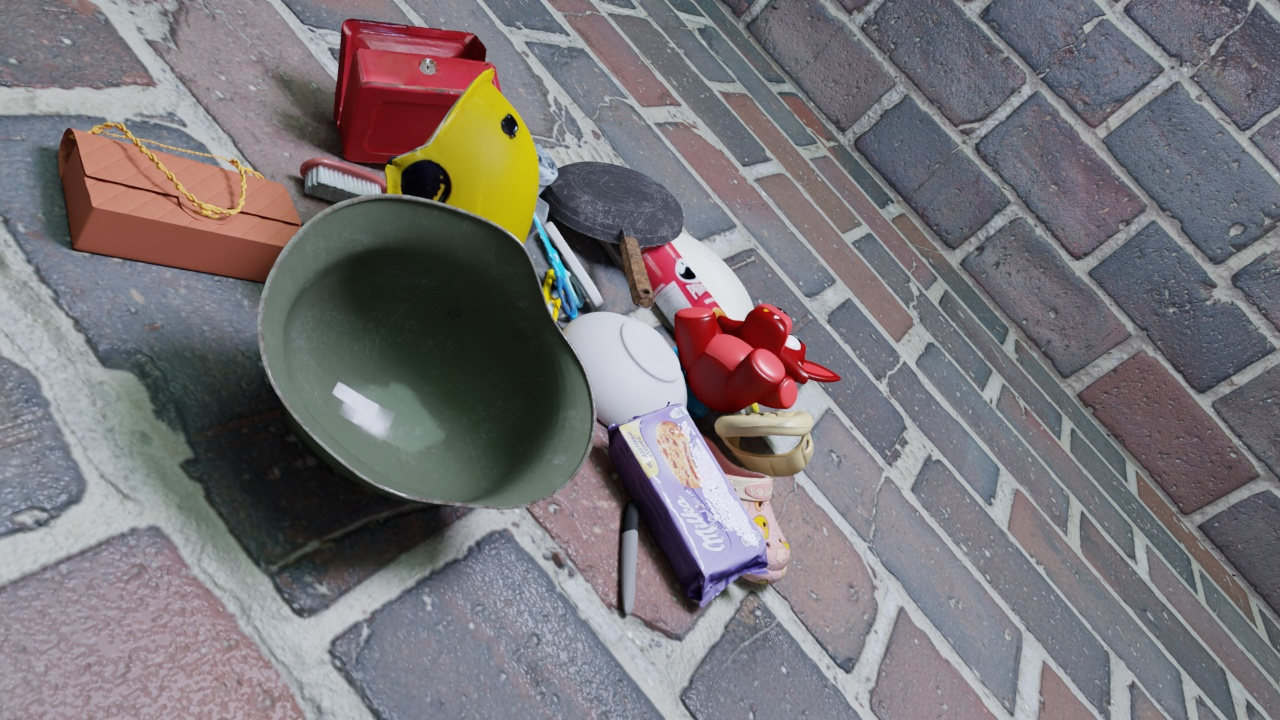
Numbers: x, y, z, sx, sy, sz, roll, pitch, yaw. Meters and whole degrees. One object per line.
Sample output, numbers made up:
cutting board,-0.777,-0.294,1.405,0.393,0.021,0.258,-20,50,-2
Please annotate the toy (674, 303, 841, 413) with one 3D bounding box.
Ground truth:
toy,0.139,-0.008,1.114,0.158,0.121,0.196,35,30,31

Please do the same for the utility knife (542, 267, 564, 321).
utility knife,-0.104,-0.063,1.067,0.030,0.017,0.155,32,35,-18

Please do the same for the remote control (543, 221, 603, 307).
remote control,-0.084,-0.120,1.137,0.136,0.013,0.043,56,-4,27

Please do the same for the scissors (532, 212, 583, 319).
scissors,-0.101,-0.112,1.074,0.083,0.015,0.140,-78,149,-59

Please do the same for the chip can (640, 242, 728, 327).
chip can,0.077,-0.058,1.242,0.233,0.073,0.073,54,29,12

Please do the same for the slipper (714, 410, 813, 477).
slipper,0.153,0.100,1.103,0.261,0.111,0.079,8,82,-77

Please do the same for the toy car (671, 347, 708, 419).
toy car,0.060,0.025,1.157,0.048,0.032,0.105,23,38,-37

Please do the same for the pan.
pan,-0.021,-0.176,1.194,0.207,0.040,0.356,6,34,-18

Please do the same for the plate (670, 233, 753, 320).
plate,0.094,-0.112,1.372,0.182,0.034,0.182,33,31,-24

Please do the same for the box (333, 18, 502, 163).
box,-0.241,-0.276,0.993,0.157,0.137,0.122,-6,48,-29

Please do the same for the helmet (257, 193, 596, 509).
helmet,-0.169,0.019,0.714,0.267,0.154,0.226,31,57,-18

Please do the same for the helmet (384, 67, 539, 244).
helmet,-0.167,-0.128,0.833,0.139,0.240,0.209,44,8,-12

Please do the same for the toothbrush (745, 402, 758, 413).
toothbrush,0.141,0.027,1.283,0.021,0.016,0.135,23,34,-33

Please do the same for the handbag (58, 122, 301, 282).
handbag,-0.370,-0.133,0.755,0.171,0.060,0.108,9,42,-48

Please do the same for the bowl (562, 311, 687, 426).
bowl,-0.006,0.006,1.054,0.176,0.066,0.176,33,31,-24

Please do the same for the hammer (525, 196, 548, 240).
hammer,-0.175,-0.114,1.005,0.117,0.051,0.322,34,34,-23

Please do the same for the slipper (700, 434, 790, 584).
slipper,0.106,0.150,1.011,0.093,0.082,0.197,-2,53,-53

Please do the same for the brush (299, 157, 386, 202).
brush,-0.273,-0.172,0.957,0.172,0.041,0.030,9,63,-51

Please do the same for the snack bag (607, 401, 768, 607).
snack bag,0.045,0.144,0.943,0.096,0.059,0.205,-16,68,-39

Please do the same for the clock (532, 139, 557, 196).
clock,-0.157,-0.263,1.207,0.090,0.052,0.129,27,35,-31

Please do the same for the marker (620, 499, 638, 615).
marker,-0.009,0.187,0.878,0.022,0.016,0.138,57,21,-34
